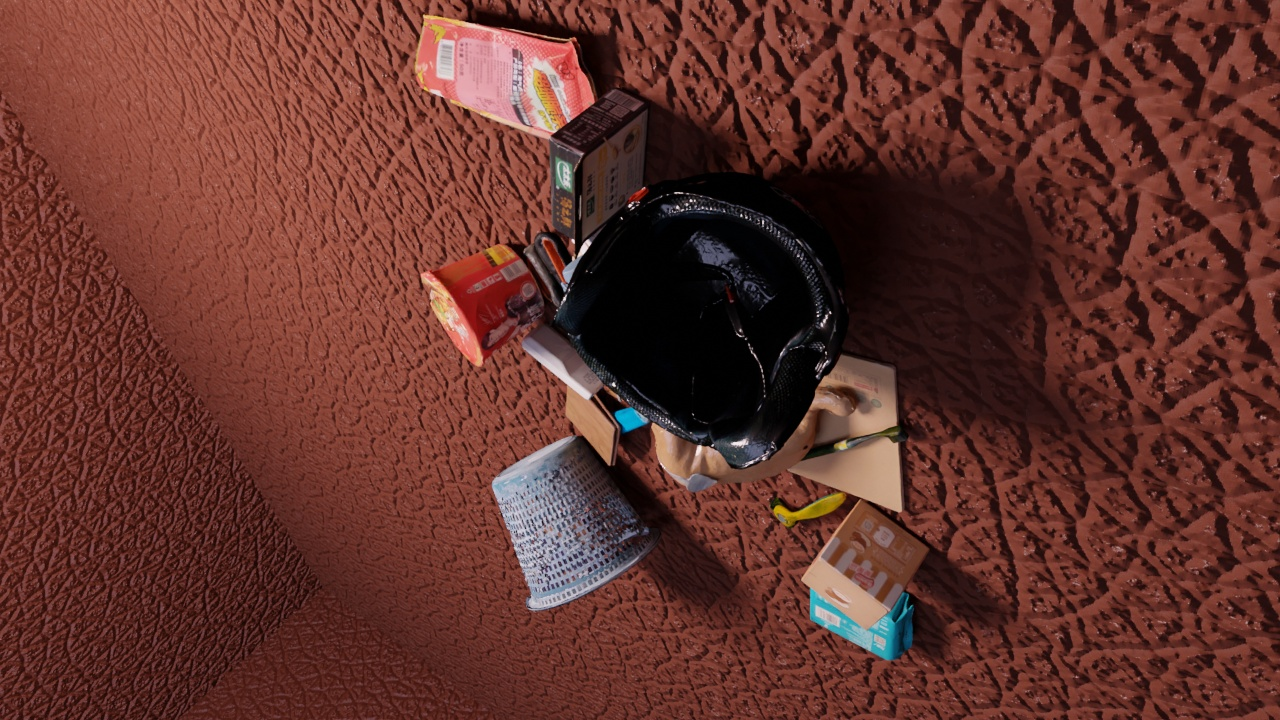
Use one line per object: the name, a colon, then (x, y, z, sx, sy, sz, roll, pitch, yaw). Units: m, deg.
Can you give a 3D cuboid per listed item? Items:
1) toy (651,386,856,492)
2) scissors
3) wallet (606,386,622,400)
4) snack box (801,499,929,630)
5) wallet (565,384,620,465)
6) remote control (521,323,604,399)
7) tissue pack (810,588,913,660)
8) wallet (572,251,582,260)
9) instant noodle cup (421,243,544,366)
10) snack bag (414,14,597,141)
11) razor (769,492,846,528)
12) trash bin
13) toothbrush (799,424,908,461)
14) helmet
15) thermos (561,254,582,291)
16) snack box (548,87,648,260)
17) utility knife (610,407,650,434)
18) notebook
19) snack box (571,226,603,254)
toy: (0.126, 0.077, 0.996, 0.226, 0.082, 0.143, -17, 143, 19)
scissors: (-0.072, -0.055, 1.109, 0.234, 0.021, 0.161, 49, 150, 21)
wallet: (-0.007, 0.007, 1.143, 0.108, 0.031, 0.132, 21, 139, 31)
snack box: (0.252, 0.230, 1.032, 0.093, 0.094, 0.077, 36, 150, 14)
wallet: (-0.067, 0.081, 1.277, 0.115, 0.020, 0.101, 49, 152, 28)
remote control: (-0.099, -0.001, 1.220, 0.125, 0.048, 0.024, 38, 144, 11)
tissue pack: (0.274, 0.307, 1.136, 0.133, 0.050, 0.093, 23, 139, 31)
wallet: (-0.042, -0.126, 1.042, 0.087, 0.024, 0.115, 38, 148, 14)
instant noodle cup: (-0.195, -0.076, 1.170, 0.138, 0.108, 0.138, 47, 158, 26)
snack bag: (-0.131, -0.285, 0.936, 0.208, 0.073, 0.129, 21, 145, 25)
razor: (0.201, 0.176, 1.091, 0.043, 0.028, 0.133, 51, 150, -2)
trash bin: (-0.111, 0.227, 1.361, 0.227, 0.226, 0.195, -23, 96, 56)
toothbrush: (0.216, 0.094, 0.986, 0.017, 0.012, 0.186, 41, 149, -14)
helmet: (0.065, -0.054, 0.815, 0.233, 0.229, 0.276, 38, 132, -8)
thermos: (0.001, -0.032, 1.032, 0.220, 0.070, 0.070, 48, 149, -18)
snack box: (-0.043, -0.181, 0.887, 0.053, 0.125, 0.113, 32, 145, 21)
utility knife: (-0.009, 0.074, 1.190, 0.034, 0.018, 0.203, 54, 161, -3)
notebook: (0.209, 0.068, 0.984, 0.148, 0.008, 0.208, 18, 139, 36)
snack box: (0.009, -0.093, 0.961, 0.157, 0.084, 0.027, 50, 150, -6)
